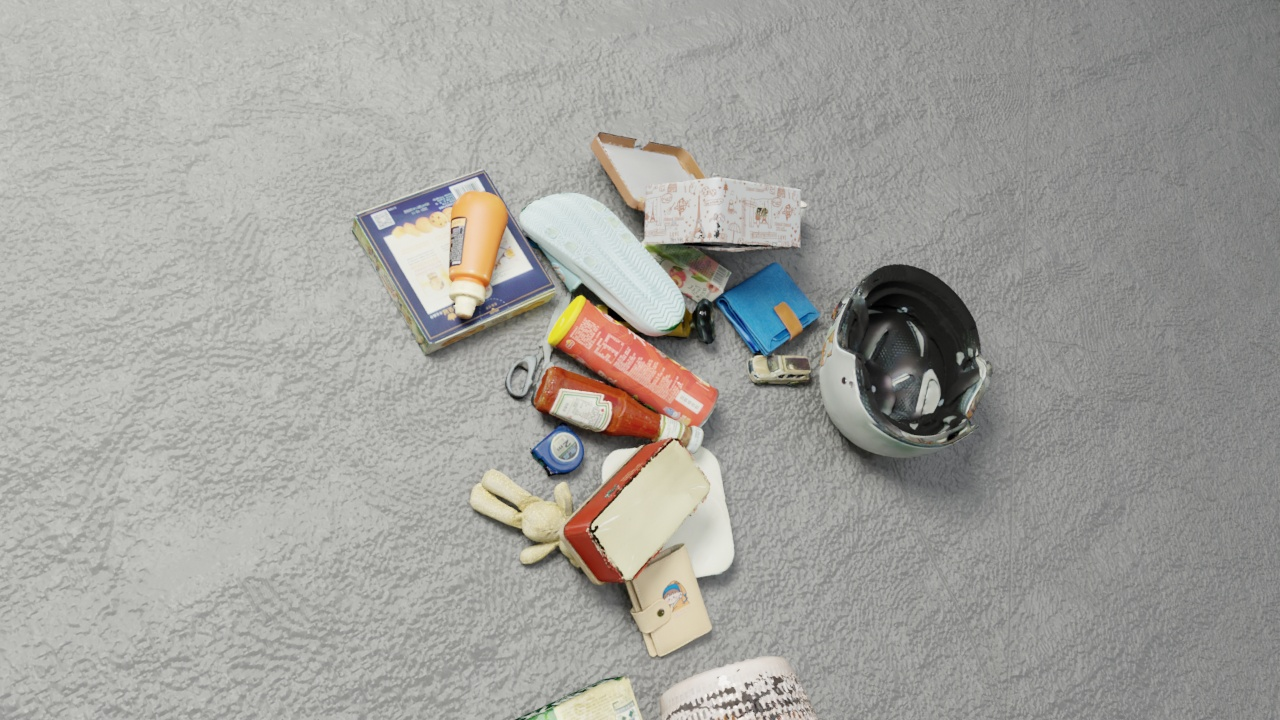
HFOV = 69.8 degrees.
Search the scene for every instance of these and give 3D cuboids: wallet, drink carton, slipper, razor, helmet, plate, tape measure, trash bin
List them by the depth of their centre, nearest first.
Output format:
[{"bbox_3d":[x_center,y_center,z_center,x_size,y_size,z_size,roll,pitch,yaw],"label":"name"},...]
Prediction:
[{"bbox_3d":[0.116,0.428,0.966,0.227,0.228,0.192,-4,60,-25],"label":"trash bin"},{"bbox_3d":[0.030,0.279,1.055,0.087,0.024,0.115,-23,108,-18],"label":"wallet"},{"bbox_3d":[-0.096,0.109,1.088,0.058,0.025,0.054,-40,92,-27],"label":"tape measure"},{"bbox_3d":[0.029,0.185,1.109,0.164,0.034,0.163,-1,71,-24],"label":"plate"},{"bbox_3d":[-0.047,-0.118,1.156,0.245,0.074,0.103,43,57,8],"label":"slipper"},{"bbox_3d":[0.021,-0.055,1.185,0.167,0.068,0.062,2,75,-17],"label":"razor"},{"bbox_3d":[0.057,-0.129,1.232,0.122,0.054,0.045,33,58,-9],"label":"drink carton"},{"bbox_3d":[0.337,0.018,1.242,0.230,0.157,0.273,26,52,-11],"label":"helmet"},{"bbox_3d":[0.178,-0.072,1.267,0.132,0.040,0.106,-32,82,-38],"label":"wallet"}]

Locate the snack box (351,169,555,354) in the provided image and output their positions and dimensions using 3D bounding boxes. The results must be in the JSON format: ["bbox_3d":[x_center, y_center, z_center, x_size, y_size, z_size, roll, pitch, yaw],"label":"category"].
[{"bbox_3d":[-0.223,-0.122,1.109,0.177,0.046,0.182,-27,83,-30],"label":"snack box"}]

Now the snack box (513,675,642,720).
[{"bbox_3d":[-0.105,0.424,0.940,0.239,0.063,0.114,-16,77,-28],"label":"snack box"}]

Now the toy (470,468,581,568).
[{"bbox_3d":[-0.117,0.176,1.038,0.157,0.066,0.105,28,94,-7],"label":"toy"}]

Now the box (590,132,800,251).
[{"bbox_3d":[0.068,-0.210,1.193,0.178,0.126,0.274,-2,29,-43],"label":"box"}]

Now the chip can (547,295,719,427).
[{"bbox_3d":[-0.007,0.007,1.134,0.216,0.073,0.073,33,61,-12],"label":"chip can"}]

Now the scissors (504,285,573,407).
[{"bbox_3d":[-0.122,-0.024,1.135,0.135,0.014,0.174,-8,74,-28],"label":"scissors"}]

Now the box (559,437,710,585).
[{"bbox_3d":[0.003,0.167,1.021,0.167,0.080,0.091,-43,103,-36],"label":"box"}]

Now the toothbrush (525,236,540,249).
[{"bbox_3d":[-0.070,-0.127,1.201,0.189,0.016,0.014,19,73,-14],"label":"toothbrush"}]

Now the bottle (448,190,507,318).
[{"bbox_3d":[-0.194,-0.119,1.062,0.066,0.067,0.149,12,72,-20],"label":"bottle"}]

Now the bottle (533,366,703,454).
[{"bbox_3d":[-0.023,0.065,1.097,0.206,0.060,0.059,20,63,-13],"label":"bottle"}]

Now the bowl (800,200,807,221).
[{"bbox_3d":[0.173,-0.204,1.297,0.113,0.113,0.062,0,113,-24],"label":"bowl"}]

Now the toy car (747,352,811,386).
[{"bbox_3d":[0.188,0.010,1.248,0.090,0.035,0.042,0,68,-21],"label":"toy car"}]
